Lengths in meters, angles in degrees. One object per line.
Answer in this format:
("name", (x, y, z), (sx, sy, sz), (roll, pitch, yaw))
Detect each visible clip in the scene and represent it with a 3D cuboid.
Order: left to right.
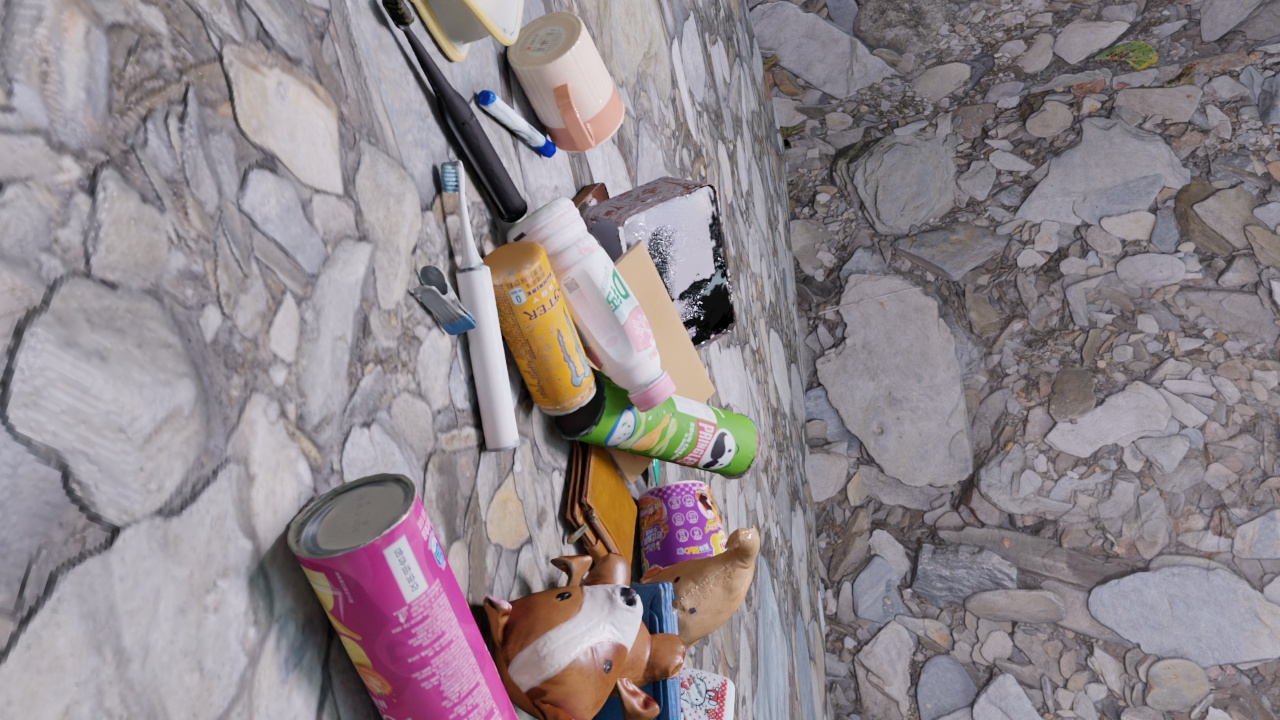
("clip", (-0.139, -0.041, 0.649), (0.028, 0.024, 0.057), (-88, 155, -44))

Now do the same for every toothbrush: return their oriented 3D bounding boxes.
("toothbrush", (-0.140, -0.188, 0.708), (0.026, 0.027, 0.213), (-48, 143, -17))
("toothbrush", (-0.123, -0.041, 0.695), (0.027, 0.026, 0.221), (-178, -102, -68))

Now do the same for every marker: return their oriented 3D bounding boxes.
("marker", (-0.111, -0.215, 0.840), (0.145, 0.017, 0.017), (18, 65, -73))

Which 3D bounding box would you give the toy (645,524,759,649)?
("toy", (0.049, 0.228, 0.888), (0.082, 0.143, 0.227), (48, -30, 9))

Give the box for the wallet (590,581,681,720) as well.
("wallet", (-0.008, 0.268, 0.819), (0.040, 0.107, 0.133), (12, 69, -45))

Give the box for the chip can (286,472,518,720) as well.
("chip can", (-0.122, 0.167, 0.516), (0.071, 0.071, 0.211), (-69, 147, -59))

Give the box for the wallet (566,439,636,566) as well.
("wallet", (-0.035, 0.149, 0.892), (0.118, 0.035, 0.131), (-82, 156, -44))

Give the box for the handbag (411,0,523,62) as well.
("handbag", (-0.149, -0.346, 0.704), (0.179, 0.063, 0.163), (53, 31, -53))

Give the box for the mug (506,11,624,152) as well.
("mug", (-0.069, -0.256, 0.877), (0.106, 0.082, 0.114), (58, 17, -51))

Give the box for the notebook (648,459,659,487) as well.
("notebook", (0.015, 0.028, 1.123), (0.151, 0.012, 0.208), (81, 10, -46))

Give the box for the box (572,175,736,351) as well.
("box", (-0.013, -0.098, 1.005), (0.150, 0.168, 0.182), (-26, 120, -29))

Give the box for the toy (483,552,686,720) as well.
("toy", (-0.040, 0.215, 0.700), (0.140, 0.131, 0.199), (50, 16, 22))

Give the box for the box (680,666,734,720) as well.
("box", (0.049, 0.413, 0.942), (0.200, 0.099, 0.095), (-74, 151, -54))

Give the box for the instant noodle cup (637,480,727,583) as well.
("instant noodle cup", (0.047, 0.194, 1.040), (0.111, 0.112, 0.099), (46, 31, -64))

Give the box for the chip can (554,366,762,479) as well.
("chip can", (0.022, 0.064, 0.906), (0.235, 0.072, 0.072), (19, 61, -43))

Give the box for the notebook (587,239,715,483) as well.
("notebook", (-0.005, 0.005, 0.920), (0.147, 0.008, 0.208), (-46, 128, -24))

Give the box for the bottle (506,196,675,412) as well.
("bottle", (-0.038, -0.045, 0.803), (0.197, 0.068, 0.068), (57, 20, -6))

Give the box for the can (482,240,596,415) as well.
("can", (-0.084, -0.025, 0.763), (0.058, 0.058, 0.146), (-78, 155, -50))
